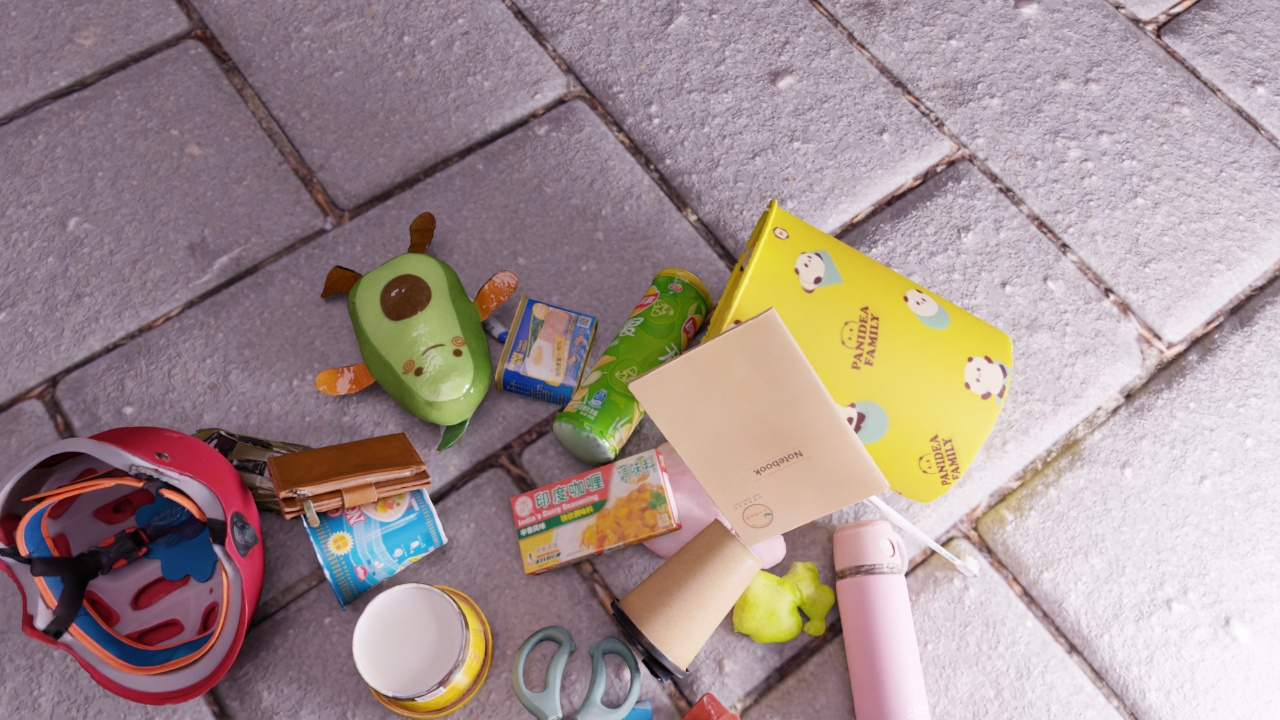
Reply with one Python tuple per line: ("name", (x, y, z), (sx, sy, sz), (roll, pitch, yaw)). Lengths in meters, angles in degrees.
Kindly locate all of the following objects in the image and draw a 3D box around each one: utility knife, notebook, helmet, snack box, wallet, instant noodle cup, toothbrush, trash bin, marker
("utility knife", (-0.094, 0.346, 0.821), (0.218, 0.018, 0.034), (-11, 84, -8))
("notebook", (0.105, 0.066, 0.807), (0.148, 0.008, 0.207), (-28, 112, 22))
("helmet", (-0.424, 0.164, 0.807), (0.207, 0.143, 0.240), (-26, 100, 9))
("snack box", (-0.044, 0.145, 0.872), (0.156, 0.027, 0.077), (-21, 68, 14))
("wallet", (-0.267, 0.104, 0.840), (0.130, 0.035, 0.119), (-10, 24, -25))
("instant noodle cup", (-0.245, 0.163, 0.854), (0.109, 0.099, 0.099), (-24, 71, -21))
("toothbrush", (0.263, 0.160, 0.887), (0.180, 0.016, 0.016), (34, 57, -15))
("trash bin", (0.191, 0.001, 0.882), (0.255, 0.230, 0.229), (24, 68, 0))
("instant noodle cup", (-0.193, 0.250, 0.803), (0.118, 0.115, 0.118), (1, 68, -3))
("marker", (-0.194, -0.067, 0.989), (0.146, 0.017, 0.016), (40, 70, 13))

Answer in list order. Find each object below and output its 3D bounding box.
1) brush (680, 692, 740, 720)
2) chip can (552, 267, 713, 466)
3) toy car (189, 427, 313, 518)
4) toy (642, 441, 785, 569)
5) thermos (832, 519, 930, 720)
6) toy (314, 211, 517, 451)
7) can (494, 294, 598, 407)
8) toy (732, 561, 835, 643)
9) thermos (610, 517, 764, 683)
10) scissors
("brush", (0.031, 0.362, 0.795), (0.145, 0.069, 0.063), (-40, 74, -18))
("chip can", (-0.005, 0.005, 0.926), (0.072, 0.073, 0.220), (29, 62, 8))
("toy car", (-0.381, 0.107, 0.892), (0.158, 0.042, 0.070), (9, 67, 3))
("toy", (0.070, 0.144, 0.896), (0.159, 0.054, 0.121), (19, 77, 2))
("thermos", (0.230, 0.252, 0.861), (0.087, 0.067, 0.198), (13, 61, -33))
("toy", (-0.228, -0.034, 0.934), (0.227, 0.090, 0.246), (-32, 69, -5))
("can", (-0.096, -0.008, 0.949), (0.083, 0.057, 0.102), (16, 68, 0))
("toy", (0.134, 0.232, 0.872), (0.100, 0.031, 0.096), (-37, 93, -13))
("thermos", (0.042, 0.216, 0.833), (0.093, 0.093, 0.143), (43, 84, 14))
("scissors", (-0.076, 0.301, 0.798), (0.143, 0.019, 0.179), (18, 36, 10))
